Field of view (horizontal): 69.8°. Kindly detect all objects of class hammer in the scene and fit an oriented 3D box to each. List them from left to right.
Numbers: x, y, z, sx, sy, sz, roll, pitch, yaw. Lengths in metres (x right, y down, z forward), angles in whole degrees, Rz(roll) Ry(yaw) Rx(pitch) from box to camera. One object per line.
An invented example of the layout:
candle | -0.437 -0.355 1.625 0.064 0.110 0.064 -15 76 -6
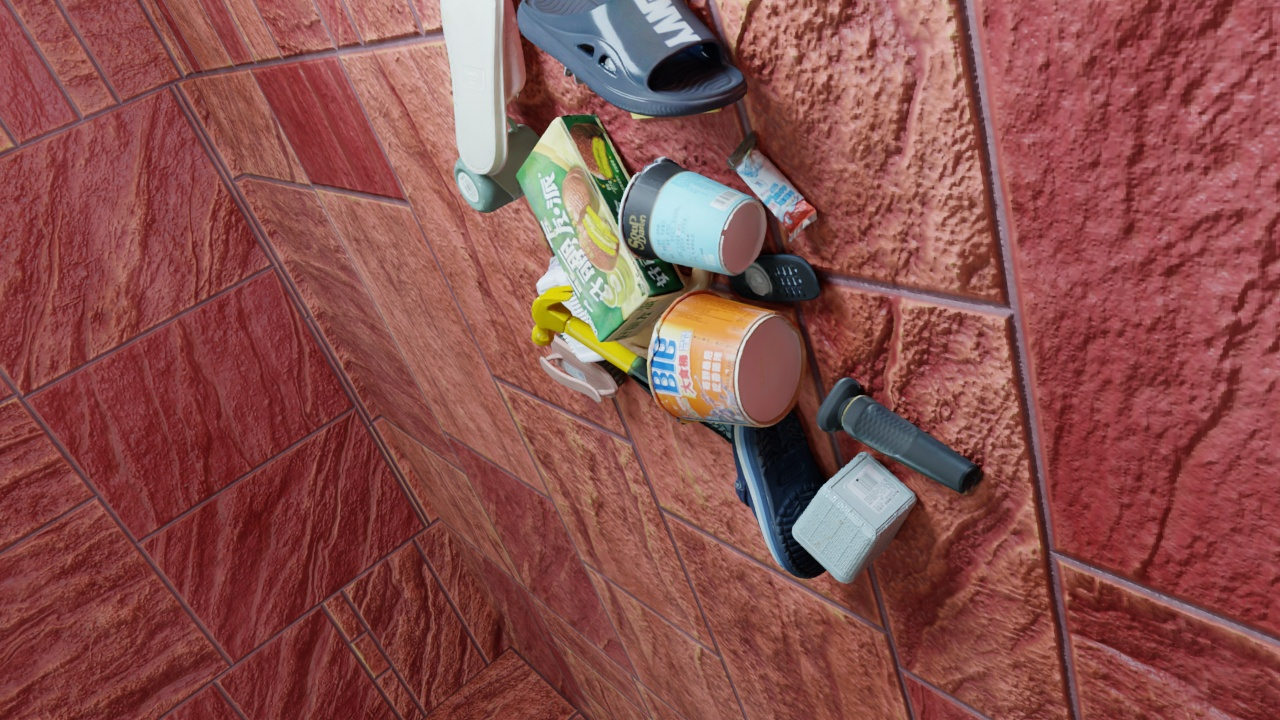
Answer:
hammer | -0.007 0.007 1.117 0.301 0.032 0.129 33 147 10

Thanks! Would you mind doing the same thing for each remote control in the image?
remote control | 0.138 -0.086 0.933 0.137 0.024 0.053 8 130 59

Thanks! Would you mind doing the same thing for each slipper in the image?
slipper | -0.182 -0.357 1.082 0.114 0.054 0.275 16 115 41
slipper | -0.019 -0.300 0.823 0.268 0.110 0.083 39 147 32
slipper | 0.160 0.154 1.096 0.095 0.105 0.253 12 131 55

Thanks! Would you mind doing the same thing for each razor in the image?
razor | 0.257 0.079 0.909 0.167 0.062 0.067 32 177 30

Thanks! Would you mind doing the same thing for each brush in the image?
brush | -0.087 0.016 1.399 0.146 0.072 0.063 33 147 35

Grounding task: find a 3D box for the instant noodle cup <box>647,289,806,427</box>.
instant noodle cup | 0.098 0.003 0.982 0.112 0.151 0.151 11 131 45

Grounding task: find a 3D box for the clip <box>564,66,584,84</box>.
clip | -0.073 -0.331 1.004 0.028 0.024 0.057 46 160 28

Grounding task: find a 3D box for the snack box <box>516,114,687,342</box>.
snack box | -0.048 -0.151 1.047 0.115 0.063 0.240 -40 73 48

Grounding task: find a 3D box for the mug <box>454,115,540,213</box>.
mug | -0.183 -0.258 1.186 0.082 0.106 0.112 33 147 40

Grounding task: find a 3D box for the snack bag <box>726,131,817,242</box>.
snack bag | 0.123 -0.162 0.862 0.104 0.026 0.048 51 141 5

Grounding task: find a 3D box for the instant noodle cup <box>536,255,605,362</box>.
instant noodle cup | -0.081 -0.069 1.299 0.173 0.060 0.138 61 155 -10

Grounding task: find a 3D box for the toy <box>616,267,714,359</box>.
toy | 0.022 -0.060 1.113 0.143 0.082 0.226 28 147 10

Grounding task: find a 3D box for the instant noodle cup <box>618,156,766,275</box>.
instant noodle cup | 0.058 -0.138 0.927 0.120 0.111 0.111 25 142 35

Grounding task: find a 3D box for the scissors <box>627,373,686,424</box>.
scissors | -0.013 0.015 1.240 0.197 0.015 0.214 42 179 12

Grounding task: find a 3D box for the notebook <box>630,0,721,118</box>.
notebook | -0.001 -0.334 0.885 0.146 0.010 0.206 16 135 53

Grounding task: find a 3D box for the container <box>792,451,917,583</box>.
container | 0.236 0.170 1.007 0.090 0.090 0.112 44 150 21
